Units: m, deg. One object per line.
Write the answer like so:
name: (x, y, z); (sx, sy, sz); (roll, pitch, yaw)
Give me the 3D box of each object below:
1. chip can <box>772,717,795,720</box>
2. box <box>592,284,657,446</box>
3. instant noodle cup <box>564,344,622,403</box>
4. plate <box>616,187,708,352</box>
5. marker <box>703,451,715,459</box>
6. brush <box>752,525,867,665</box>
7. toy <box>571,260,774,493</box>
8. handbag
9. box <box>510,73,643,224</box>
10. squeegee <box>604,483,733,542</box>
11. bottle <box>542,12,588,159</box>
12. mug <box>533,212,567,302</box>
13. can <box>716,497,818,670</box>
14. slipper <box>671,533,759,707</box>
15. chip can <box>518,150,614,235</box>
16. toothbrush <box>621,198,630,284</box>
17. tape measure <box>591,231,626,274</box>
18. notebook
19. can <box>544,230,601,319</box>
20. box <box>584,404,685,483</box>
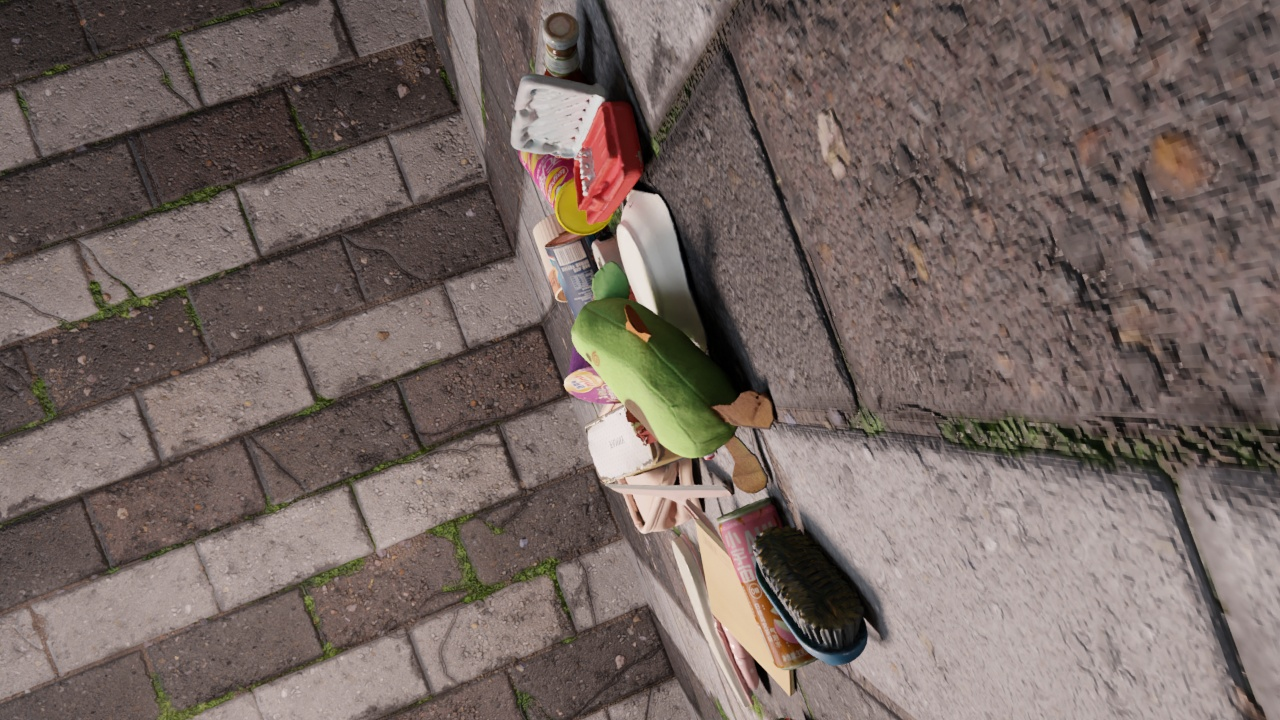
chip can: (0.184, 0.443, 0.986); (0.236, 0.072, 0.072); (117, 132, -78)
box: (-0.006, 0.006, 1.015); (0.091, 0.076, 0.168); (61, -169, -72)
instant noodle cup: (-0.037, -0.011, 1.136); (0.112, 0.111, 0.099); (86, -176, -62)
plate: (0.013, -0.088, 0.914); (0.164, 0.034, 0.164); (-137, 27, -69)
marker: (0.056, 0.043, 1.011); (0.017, 0.017, 0.145); (-139, 29, -72)
brush: (0.136, 0.196, 0.744); (0.144, 0.055, 0.073); (-128, 21, -62)
toy: (0.024, 0.019, 0.842); (0.247, 0.089, 0.227); (40, 162, 31)
handbag: (0.019, 0.105, 1.225); (0.235, 0.093, 0.193); (99, 150, -57)
box: (-0.071, -0.204, 0.899); (0.201, 0.098, 0.119); (160, 99, -78)
squeegee: (0.092, 0.243, 1.140); (0.248, 0.040, 0.249); (-10, 114, 55)
bottle: (-0.080, -0.282, 0.950); (0.206, 0.059, 0.059); (100, 148, -73)
mug: (-0.091, -0.154, 1.282); (0.115, 0.081, 0.106); (-41, 66, 53)
can: (0.122, 0.204, 0.842); (0.058, 0.058, 0.147); (114, 134, -78)
slipper: (0.113, 0.359, 1.277); (0.114, 0.054, 0.274); (-144, 31, -74)
chip can: (-0.094, -0.225, 1.121); (0.210, 0.071, 0.071); (-123, 15, -54)
toothbrush: (-0.015, -0.140, 1.023); (0.181, 0.015, 0.018); (82, 171, -52)
tape measure: (-0.035, -0.122, 1.128); (0.066, 0.033, 0.065); (130, 117, -81)
notebook: (0.121, 0.289, 1.063); (0.149, 0.012, 0.212); (41, 155, 38)
can: (-0.071, -0.115, 1.199); (0.075, 0.075, 0.111); (-135, 22, -70)
box: (-0.002, 0.095, 1.131); (0.185, 0.060, 0.089); (-27, 77, 58)
